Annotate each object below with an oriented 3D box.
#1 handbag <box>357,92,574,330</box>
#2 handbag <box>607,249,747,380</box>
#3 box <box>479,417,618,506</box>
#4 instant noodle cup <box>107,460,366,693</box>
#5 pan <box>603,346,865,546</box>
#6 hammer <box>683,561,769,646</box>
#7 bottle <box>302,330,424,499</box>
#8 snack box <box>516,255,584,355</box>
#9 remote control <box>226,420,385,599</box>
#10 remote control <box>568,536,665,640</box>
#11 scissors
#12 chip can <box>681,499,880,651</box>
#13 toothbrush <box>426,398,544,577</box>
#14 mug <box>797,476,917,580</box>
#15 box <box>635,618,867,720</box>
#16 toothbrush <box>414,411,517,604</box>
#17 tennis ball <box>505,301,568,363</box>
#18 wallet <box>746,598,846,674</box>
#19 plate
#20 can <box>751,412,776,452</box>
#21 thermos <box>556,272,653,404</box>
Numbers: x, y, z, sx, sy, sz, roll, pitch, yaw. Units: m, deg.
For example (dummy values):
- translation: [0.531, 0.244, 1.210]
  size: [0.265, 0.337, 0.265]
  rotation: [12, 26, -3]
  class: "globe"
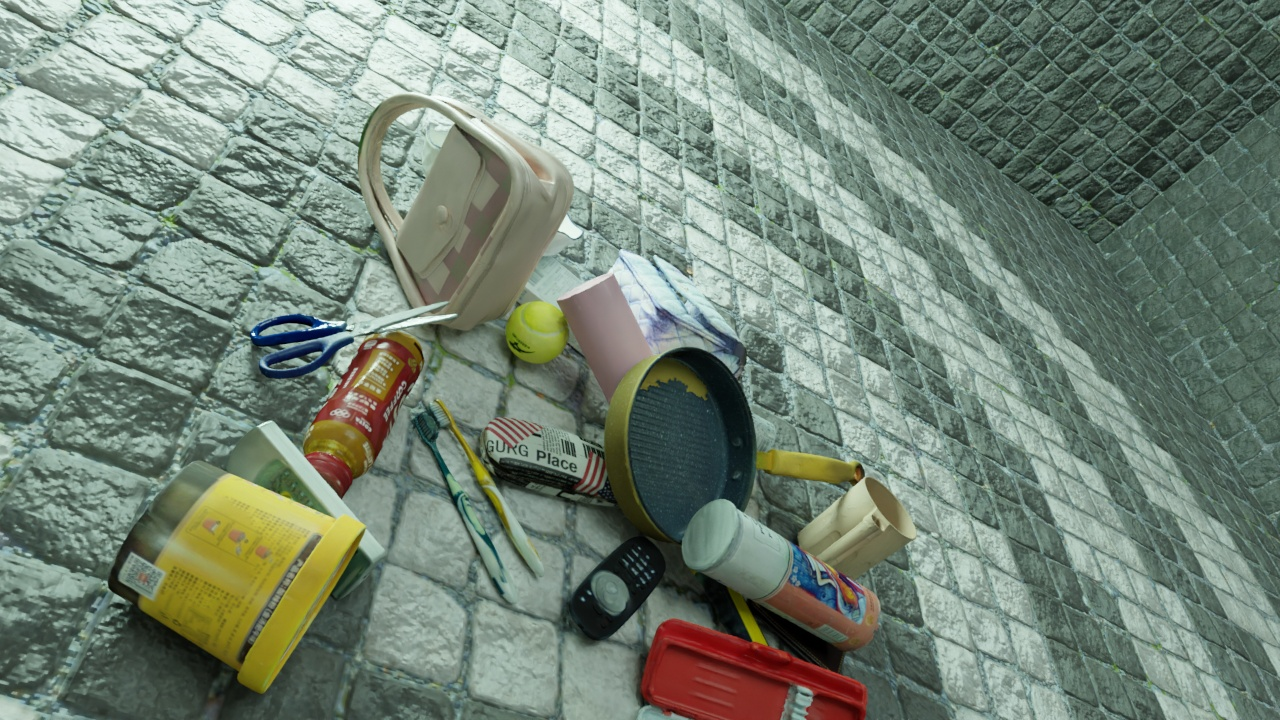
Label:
- translation: [-0.196, -0.166, 0.914]
  size: [0.234, 0.194, 0.093]
  rotation: [45, 26, 18]
  class: "handbag"
- translation: [0.037, -0.056, 1.070]
  size: [0.134, 0.076, 0.193]
  rotation: [27, 18, -31]
  class: "handbag"
- translation: [-0.079, 0.099, 0.870]
  size: [0.164, 0.052, 0.068]
  rotation: [21, 53, -29]
  class: "box"
- translation: [-0.256, 0.131, 0.584]
  size: [0.114, 0.119, 0.118]
  rotation: [30, 35, -7]
  class: "instant noodle cup"
- translation: [0.111, 0.100, 0.957]
  size: [0.356, 0.078, 0.197]
  rotation: [16, 73, -44]
  class: "pan"
- translation: [0.132, 0.319, 0.852]
  size: [0.126, 0.032, 0.323]
  rotation: [1, 52, -46]
  class: "hammer"
- translation: [-0.230, 0.044, 0.751]
  size: [0.057, 0.058, 0.174]
  rotation: [33, 35, -16]
  class: "bottle"
- translation: [-0.081, -0.061, 1.048]
  size: [0.157, 0.027, 0.084]
  rotation: [40, 33, -5]
  class: "snack box"
- translation: [-0.245, 0.108, 0.666]
  size: [0.135, 0.056, 0.019]
  rotation: [48, 28, 5]
  class: "remote control"
- translation: [-0.022, 0.204, 0.822]
  size: [0.053, 0.024, 0.136]
  rotation: [49, 35, 5]
  class: "remote control"
- translation: [-0.248, -0.031, 0.788]
  size: [0.133, 0.012, 0.172]
  rotation: [26, 44, 24]
  class: "scissors"
- translation: [0.140, 0.212, 0.887]
  size: [0.214, 0.071, 0.071]
  rotation: [34, 34, -28]
  class: "chip can"
- translation: [-0.138, 0.111, 0.811]
  size: [0.018, 0.016, 0.191]
  rotation: [-19, 67, -41]
  class: "toothbrush"
- translation: [0.231, 0.195, 1.005]
  size: [0.084, 0.104, 0.124]
  rotation: [51, 23, 12]
  class: "mug"
- translation: [0.092, 0.316, 0.768]
  size: [0.201, 0.058, 0.160]
  rotation: [21, 55, -8]
  class: "box"
- translation: [-0.149, 0.122, 0.785]
  size: [0.016, 0.018, 0.191]
  rotation: [-7, 58, -50]
  class: "toothbrush"
- translation: [-0.107, -0.029, 0.951]
  size: [0.065, 0.066, 0.065]
  rotation: [27, 37, -23]
  class: "tennis ball"
- translation: [0.169, 0.265, 0.961]
  size: [0.122, 0.020, 0.096]
  rotation: [42, 37, -3]
  class: "wallet"
- translation: [-0.160, -0.186, 1.038]
  size: [0.205, 0.046, 0.204]
  rotation: [35, 13, -10]
  class: "plate"
- translation: [0.083, 0.067, 1.049]
  size: [0.146, 0.058, 0.058]
  rotation: [29, 36, -21]
  class: "can"
- translation: [-0.006, 0.006, 0.954]
  size: [0.087, 0.067, 0.198]
  rotation: [-31, 101, -15]
  class: "thermos"
